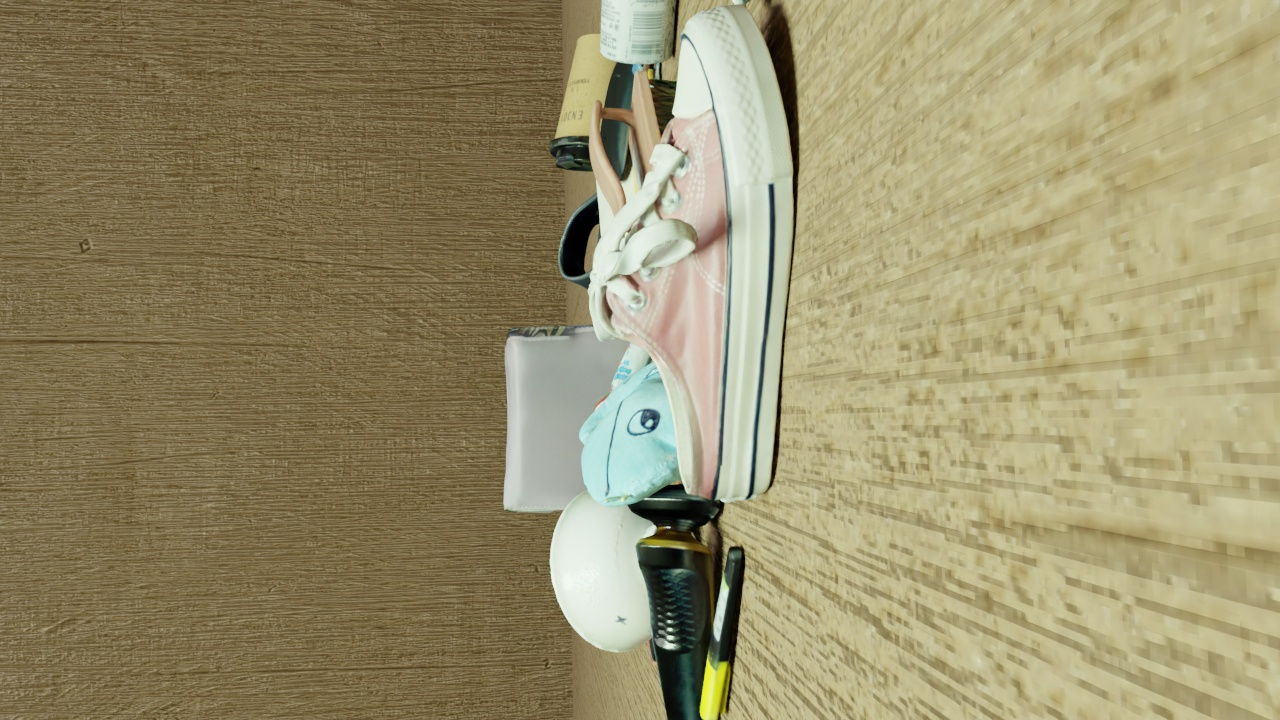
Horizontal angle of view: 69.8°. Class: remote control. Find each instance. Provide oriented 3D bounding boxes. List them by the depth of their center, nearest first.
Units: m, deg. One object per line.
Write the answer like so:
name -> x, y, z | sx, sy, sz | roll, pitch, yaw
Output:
remote control -> -0.020, -0.232, 0.850 | 0.053, 0.024, 0.136 | -161, 80, -68

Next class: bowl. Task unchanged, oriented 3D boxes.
bowl -> 0.002, 0.140, 0.643 | 0.065, 0.118, 0.118 | -24, 60, 40

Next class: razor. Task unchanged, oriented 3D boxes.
razor -> 0.028, 0.157, 0.584 | 0.067, 0.062, 0.167 | -19, -75, -65

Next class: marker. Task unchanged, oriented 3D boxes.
marker -> 0.049, 0.161, 0.537 | 0.018, 0.015, 0.124 | -107, 21, -64

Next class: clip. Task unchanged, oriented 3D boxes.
clip -> 0.010, -0.236, 0.796 | 0.027, 0.044, 0.058 | 114, 150, -71

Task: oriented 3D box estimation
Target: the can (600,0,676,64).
can -> 0.001, -0.302, 0.690 | 0.058, 0.058, 0.147 | -101, 12, -56

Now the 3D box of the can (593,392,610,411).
can -> -0.015, 0.094, 0.877 | 0.132, 0.053, 0.053 | -98, 10, -46

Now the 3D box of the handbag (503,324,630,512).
handbag -> -0.074, 0.064, 0.985 | 0.098, 0.145, 0.197 | 139, 131, -78

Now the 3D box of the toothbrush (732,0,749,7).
toothbrush -> 0.038, -0.228, 0.524 | 0.027, 0.026, 0.220 | 49, -165, -29

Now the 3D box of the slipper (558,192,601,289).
slipper -> -0.049, -0.138, 1.024 | 0.268, 0.083, 0.110 | 141, 130, -79

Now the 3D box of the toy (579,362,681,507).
toy -> 0.005, 0.041, 0.574 | 0.162, 0.050, 0.155 | -23, 25, 44

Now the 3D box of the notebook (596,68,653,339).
notebook -> -0.009, -0.142, 0.838 | 0.146, 0.010, 0.206 | 126, 146, -51

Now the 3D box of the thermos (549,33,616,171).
thermos -> -0.047, -0.271, 0.987 | 0.093, 0.093, 0.143 | 160, 116, -83

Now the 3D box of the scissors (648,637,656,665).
scissors -> 0.022, 0.213, 0.738 | 0.225, 0.015, 0.188 | 104, 161, -65

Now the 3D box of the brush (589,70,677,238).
brush -> 0.005, -0.129, 0.623 | 0.063, 0.073, 0.145 | 99, 166, -51

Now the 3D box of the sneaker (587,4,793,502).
sneaker -> 0.019, -0.046, 0.445 | 0.118, 0.088, 0.241 | -119, 28, -76

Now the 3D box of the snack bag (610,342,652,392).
snack bag -> -0.005, 0.005, 0.831 | 0.045, 0.026, 0.105 | 101, -169, -67
